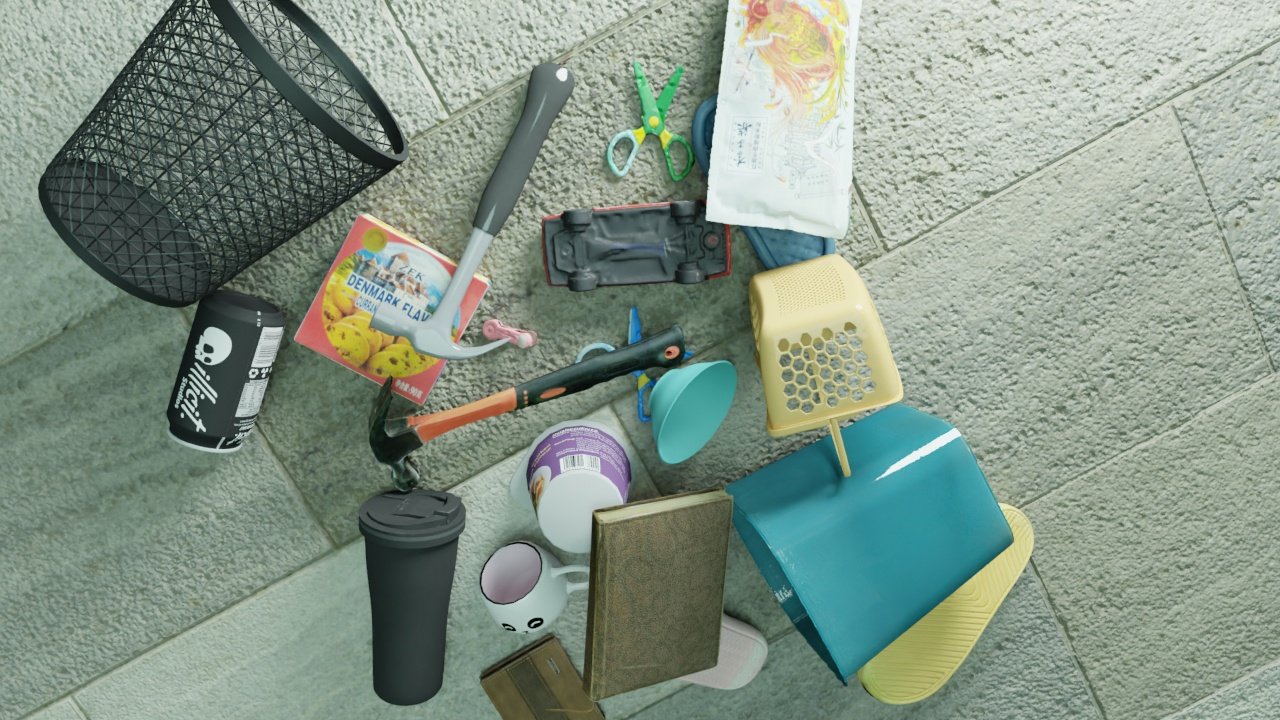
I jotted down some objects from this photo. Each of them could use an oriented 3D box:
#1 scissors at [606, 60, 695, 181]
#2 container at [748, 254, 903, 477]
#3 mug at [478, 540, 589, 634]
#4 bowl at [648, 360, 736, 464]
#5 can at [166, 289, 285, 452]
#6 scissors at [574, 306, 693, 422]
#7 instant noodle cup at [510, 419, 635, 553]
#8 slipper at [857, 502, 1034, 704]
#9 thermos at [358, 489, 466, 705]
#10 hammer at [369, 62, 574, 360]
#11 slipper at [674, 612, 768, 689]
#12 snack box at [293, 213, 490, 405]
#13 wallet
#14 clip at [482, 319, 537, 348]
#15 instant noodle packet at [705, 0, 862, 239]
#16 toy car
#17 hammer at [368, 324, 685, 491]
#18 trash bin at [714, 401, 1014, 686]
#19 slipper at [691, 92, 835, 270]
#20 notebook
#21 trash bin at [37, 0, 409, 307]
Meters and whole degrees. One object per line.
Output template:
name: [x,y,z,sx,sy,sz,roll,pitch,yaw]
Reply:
scissors: [0.005,-0.237,0.919,0.117,0.012,0.130,-20,103,0]
container: [0.175,0.004,0.882,0.129,0.183,0.167,-15,112,9]
mug: [-0.104,0.236,0.960,0.124,0.090,0.076,-14,137,14]
bowl: [0.043,0.043,0.946,0.046,0.121,0.121,34,99,30]
can: [-0.407,0.010,0.901,0.080,0.080,0.146,20,99,-8]
scissors: [-0.008,0.005,0.966,0.129,0.013,0.125,-3,102,-6]
instant noodle cup: [-0.069,0.136,0.929,0.137,0.122,0.122,-15,102,-1]
slipper: [0.329,0.263,1.011,0.099,0.078,0.263,46,78,-11]
thermos: [-0.239,0.244,0.954,0.106,0.105,0.219,4,106,-5]
hammer: [-0.139,-0.144,0.891,0.125,0.029,0.310,25,87,-10]
slipper: [0.042,0.298,1.004,0.221,0.055,0.107,29,98,-20]
snack box: [-0.247,-0.051,0.921,0.142,0.040,0.145,29,98,-10]
wallet: [-0.110,0.377,1.025,0.098,0.027,0.121,-29,101,-1]
clip: [-0.131,-0.028,0.947,0.059,0.049,0.023,20,98,34]
instant noodle packet: [0.143,-0.257,0.874,0.146,0.057,0.269,5,88,-12]
toy car: [-0.005,-0.115,0.920,0.189,0.056,0.081,-4,100,3]
hammer: [-0.112,0.032,0.930,0.333,0.033,0.133,-18,132,-4]
trash bin: [0.227,0.168,0.932,0.218,0.199,0.196,-31,102,-5]
slipper: [0.132,-0.174,0.917,0.104,0.059,0.214,-31,103,0]
notebook: [-0.002,0.235,0.898,0.189,0.034,0.216,-8,115,-25]
trash bin: [-0.372,-0.185,0.809,0.243,0.216,0.217,-38,101,10]
